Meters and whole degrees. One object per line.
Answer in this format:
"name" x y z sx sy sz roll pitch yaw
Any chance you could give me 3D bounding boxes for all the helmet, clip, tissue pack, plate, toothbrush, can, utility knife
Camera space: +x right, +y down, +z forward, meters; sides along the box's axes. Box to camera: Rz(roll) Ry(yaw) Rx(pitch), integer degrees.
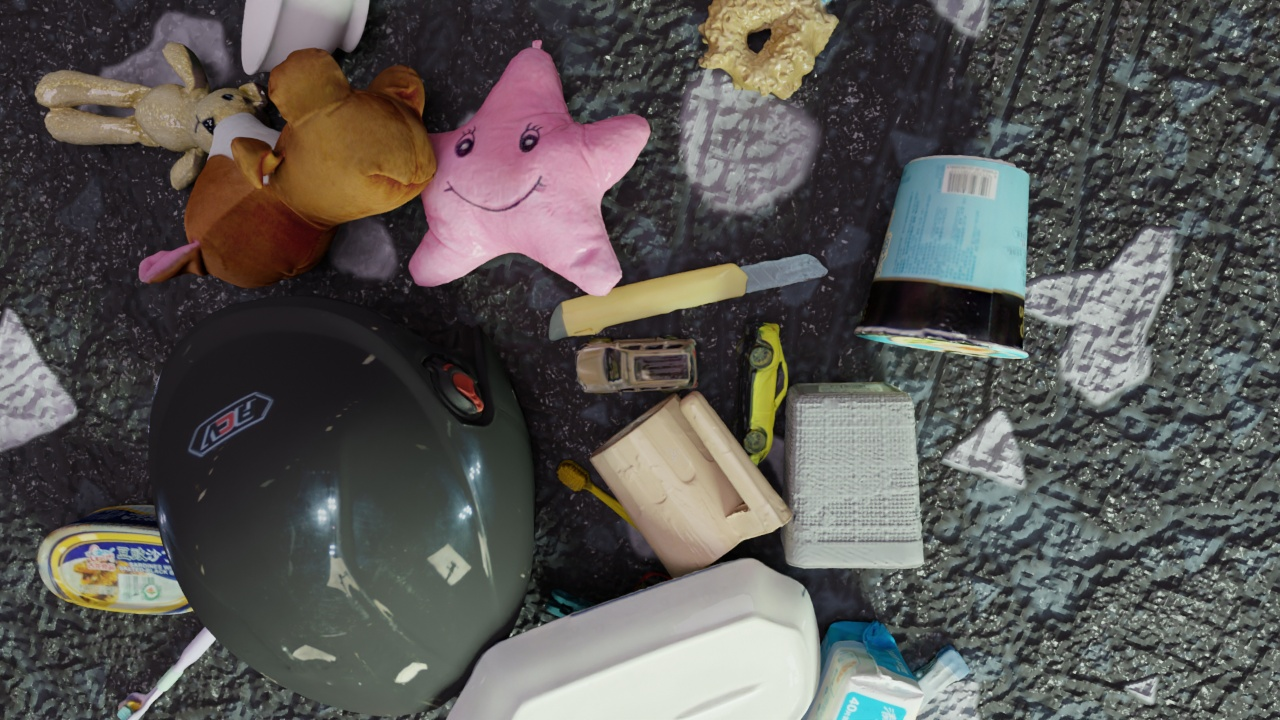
"helmet" -0.187 0.093 0.598 0.234 0.230 0.275 -28 133 8
"clip" 0.216 0.238 0.683 0.057 0.033 0.025 -38 95 6
"clip" -0.046 0.195 0.705 0.056 0.014 0.040 25 99 2
"tissue pack" 0.149 0.263 0.657 0.063 0.090 0.140 20 99 -1
"plate" 0.008 0.230 0.596 0.265 0.034 0.162 -14 108 -16
"toothbrush" -0.354 0.224 0.737 0.189 0.029 0.021 -45 132 8
"toothbrush" 0.015 0.136 0.689 0.190 0.016 0.016 37 100 0
"can" -0.385 0.155 0.715 0.148 0.049 0.074 4 98 5
"utility knife" 0.030 -0.048 0.661 0.207 0.021 0.031 -11 100 14

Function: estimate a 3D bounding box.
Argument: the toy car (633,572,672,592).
"toy car" 0.000 0.211 0.692 0.049 0.031 0.106 29 94 -5

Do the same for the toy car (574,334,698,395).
"toy car" -0.004 0.004 0.665 0.090 0.035 0.042 -2 96 8

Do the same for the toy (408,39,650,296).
"toy" -0.092 -0.134 0.634 0.195 0.074 0.178 6 84 16

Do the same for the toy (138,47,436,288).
"toy" -0.234 -0.120 0.608 0.200 0.140 0.130 -38 81 26

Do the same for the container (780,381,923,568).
"container" 0.143 0.075 0.633 0.090 0.090 0.114 -1 95 5

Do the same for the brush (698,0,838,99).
"brush" 0.147 -0.272 0.614 0.255 0.046 0.083 -40 88 5

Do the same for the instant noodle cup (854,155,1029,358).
"instant noodle cup" 0.205 -0.068 0.606 0.111 0.111 0.120 9 90 4

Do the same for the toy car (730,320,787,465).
"toy car" 0.085 0.025 0.652 0.032 0.048 0.105 4 98 -7

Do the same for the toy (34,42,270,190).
"toy" -0.346 -0.175 0.657 0.157 0.066 0.105 6 104 -2

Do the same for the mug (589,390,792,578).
"mug" 0.034 0.081 0.632 0.084 0.125 0.103 -38 92 -34

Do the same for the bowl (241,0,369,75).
"bowl" -0.226 -0.246 0.630 0.064 0.118 0.118 8 101 -36
